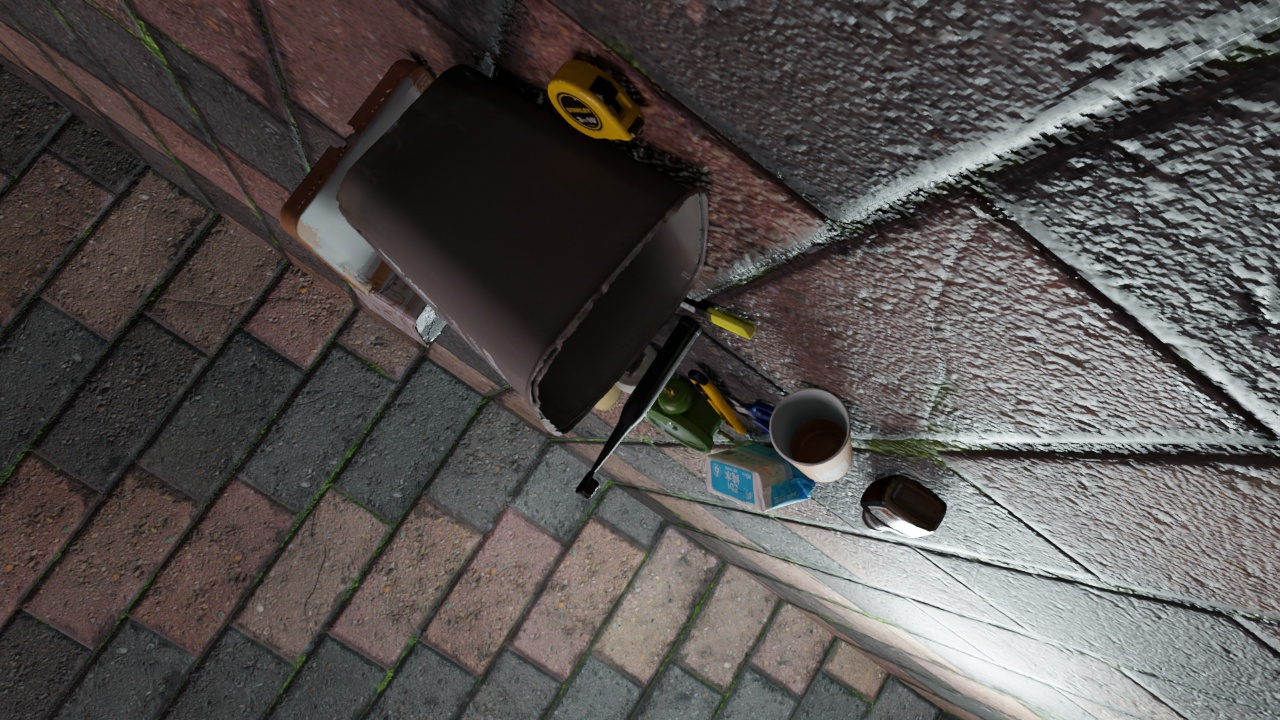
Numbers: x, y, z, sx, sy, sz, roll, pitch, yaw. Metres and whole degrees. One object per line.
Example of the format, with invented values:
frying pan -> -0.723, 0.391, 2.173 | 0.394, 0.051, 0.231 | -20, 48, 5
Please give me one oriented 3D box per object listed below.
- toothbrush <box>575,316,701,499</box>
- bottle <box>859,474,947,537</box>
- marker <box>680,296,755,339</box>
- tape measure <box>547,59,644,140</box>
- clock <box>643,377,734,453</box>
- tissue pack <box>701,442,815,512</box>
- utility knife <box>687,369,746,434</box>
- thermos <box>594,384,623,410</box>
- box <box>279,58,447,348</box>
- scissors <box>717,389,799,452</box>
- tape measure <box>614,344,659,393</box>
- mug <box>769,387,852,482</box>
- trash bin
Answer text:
toothbrush -> -0.003, 0.048, 0.931 | 0.027, 0.212, 0.026 | 38, 167, -24
bottle -> 0.293, 0.174, 1.066 | 0.080, 0.044, 0.195 | 33, 169, 9
marker -> 0.059, -0.049, 0.874 | 0.124, 0.015, 0.018 | 28, 166, 36
tape measure -> -0.030, -0.170, 0.596 | 0.060, 0.029, 0.057 | 19, 162, 49
clock -> 0.047, 0.063, 1.234 | 0.161, 0.056, 0.116 | 42, 165, -34
tissue pack -> 0.155, 0.155, 1.214 | 0.089, 0.063, 0.140 | -10, -168, -31
utility knife -> 0.094, 0.053, 1.124 | 0.033, 0.015, 0.154 | 32, 169, 41
thermos -> -0.094, 0.019, 1.374 | 0.143, 0.093, 0.093 | 32, 172, -38
box -> -0.205, -0.130, 0.851 | 0.106, 0.177, 0.272 | 31, 168, 13
scissors -> 0.137, 0.065, 1.119 | 0.176, 0.012, 0.162 | 36, 169, -6
tape measure -> -0.007, 0.007, 1.130 | 0.066, 0.066, 0.033 | 31, 166, 15
mug -> 0.182, 0.084, 0.939 | 0.078, 0.078, 0.123 | 28, 171, 26
trash bin -> -0.091, -0.089, 0.714 | 0.220, 0.198, 0.199 | 37, 169, 12
